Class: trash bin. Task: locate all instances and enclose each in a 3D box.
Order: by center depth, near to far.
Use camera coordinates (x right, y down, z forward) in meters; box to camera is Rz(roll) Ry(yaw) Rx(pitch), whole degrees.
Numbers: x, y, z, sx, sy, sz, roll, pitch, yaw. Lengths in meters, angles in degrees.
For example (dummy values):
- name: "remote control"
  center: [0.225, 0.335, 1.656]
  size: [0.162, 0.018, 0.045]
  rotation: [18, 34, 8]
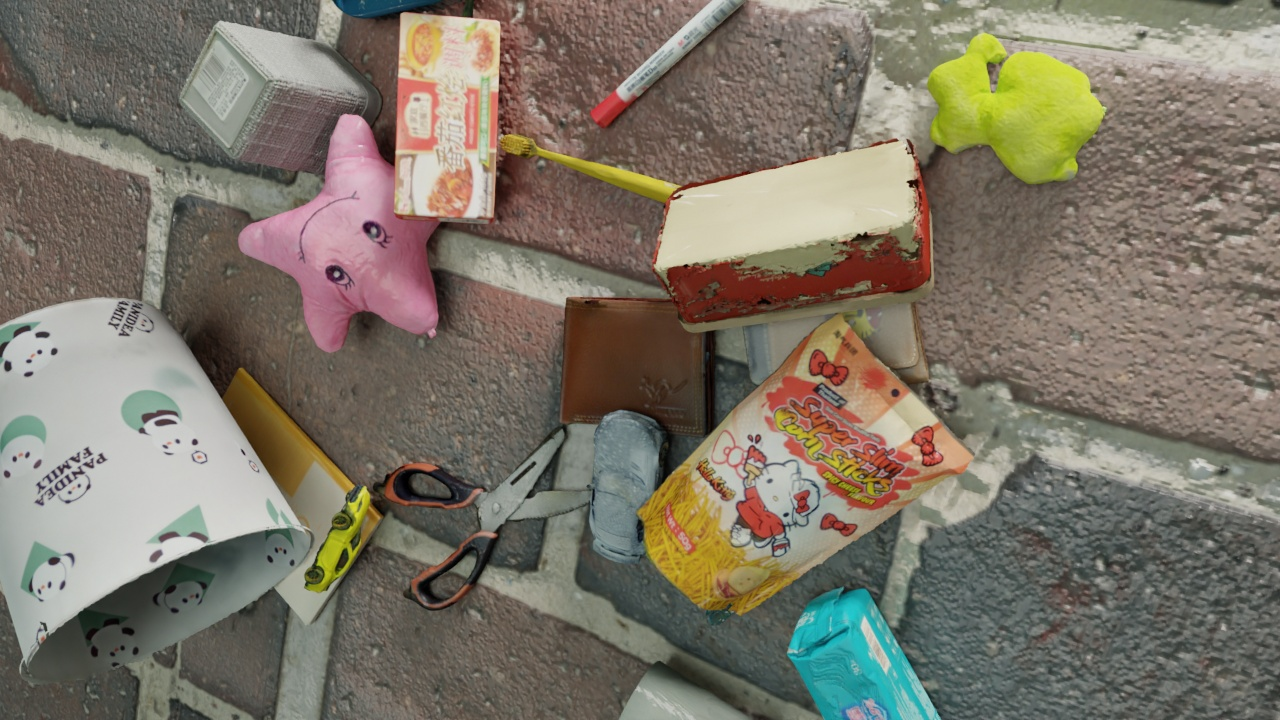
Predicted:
- name: "trash bin"
  center: [-0.442, 0.100, 0.778]
  size: [0.230, 0.229, 0.252]
  rotation: [-40, 74, 22]

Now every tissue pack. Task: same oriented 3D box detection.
- name: "tissue pack"
  center: [0.152, 0.221, 0.602]
  size: [0.050, 0.093, 0.133]
  rotation: [-32, 82, 19]

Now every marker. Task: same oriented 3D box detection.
- name: "marker"
  center: [0.021, -0.218, 0.652]
  size: [0.145, 0.017, 0.017]
  rotation: [-37, 81, 23]

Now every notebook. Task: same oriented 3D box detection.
- name: "notebook"
  center: [-0.341, 0.127, 0.856]
  size: [0.206, 0.010, 0.146]
  rotation: [42, 110, 14]

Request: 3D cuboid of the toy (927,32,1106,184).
- name: "toy"
  center: [0.228, -0.154, 0.559]
  size: [0.100, 0.031, 0.096]
  rotation: [-4, 92, 25]

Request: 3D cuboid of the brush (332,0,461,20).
- name: "brush"
  center: [-0.189, -0.296, 0.700]
  size: [0.144, 0.073, 0.055]
  rotation: [4, 100, 32]

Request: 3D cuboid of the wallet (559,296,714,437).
- name: "wallet"
  center: [-0.004, 0.004, 0.682]
  size: [0.125, 0.032, 0.101]
  rotation: [4, 100, 25]

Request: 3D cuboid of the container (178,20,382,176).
- name: "container"
  center: [-0.291, -0.209, 0.739]
  size: [0.090, 0.114, 0.090]
  rotation: [43, 111, 13]

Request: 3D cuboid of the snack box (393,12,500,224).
- name: "snack box"
  center: [-0.147, -0.182, 0.697]
  size: [0.075, 0.025, 0.153]
  rotation: [2, 89, -9]

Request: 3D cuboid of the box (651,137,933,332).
- name: "box"
  center: [0.094, -0.081, 0.582]
  size: [0.169, 0.078, 0.091]
  rotation: [-8, 49, 25]

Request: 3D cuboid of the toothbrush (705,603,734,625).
- name: "toothbrush"
  center: [0.116, 0.136, 0.649]
  size: [0.192, 0.018, 0.016]
  rotation: [-41, 94, 23]

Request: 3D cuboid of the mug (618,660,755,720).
- name: "mug"
  center: [0.035, 0.296, 0.678]
  size: [0.103, 0.083, 0.124]
  rotation: [24, 132, 19]

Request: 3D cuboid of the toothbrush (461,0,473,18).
- name: "toothbrush"
  center: [-0.143, -0.244, 0.726]
  size: [0.017, 0.012, 0.186]
  rotation: [13, 101, 28]

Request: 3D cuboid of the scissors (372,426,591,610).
- name: "scissors"
  center: [-0.137, 0.129, 0.763]
  size: [0.226, 0.015, 0.189]
  rotation: [13, 101, 23]

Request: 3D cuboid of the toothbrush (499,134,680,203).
- name: "toothbrush"
  center: [-0.024, -0.138, 0.681]
  size: [0.190, 0.016, 0.016]
  rotation: [22, 105, 20]

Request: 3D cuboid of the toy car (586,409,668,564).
- name: "toy car"
  center: [-0.011, 0.095, 0.681]
  size: [0.054, 0.036, 0.121]
  rotation: [15, 116, 21]

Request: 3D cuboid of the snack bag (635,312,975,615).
- name: "snack bag"
  center: [0.100, 0.080, 0.614]
  size: [0.128, 0.073, 0.208]
  rotation: [46, 115, 1]

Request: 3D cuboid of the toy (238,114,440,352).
- name: "toy"
  center: [-0.215, -0.094, 0.741]
  size: [0.195, 0.074, 0.178]
  rotation: [-41, 90, 13]

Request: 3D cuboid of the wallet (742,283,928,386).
- name: "wallet"
  center: [0.129, -0.018, 0.620]
  size: [0.115, 0.033, 0.090]
  rotation: [-10, 91, 21]

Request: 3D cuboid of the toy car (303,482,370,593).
- name: "toy car"
  center: [-0.257, 0.155, 0.792]
  size: [0.032, 0.048, 0.105]
  rotation: [26, 107, -10]
